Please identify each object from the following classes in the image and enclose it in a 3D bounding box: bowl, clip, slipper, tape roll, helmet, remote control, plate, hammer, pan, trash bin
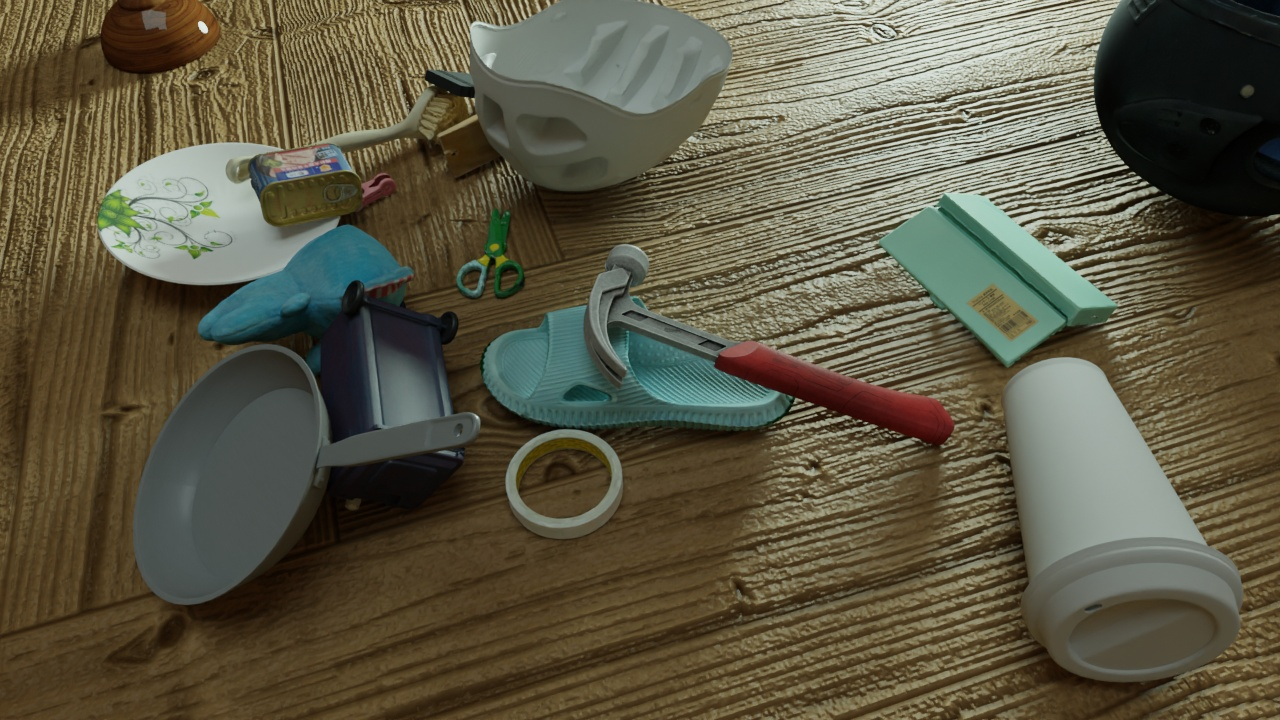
[{"bbox_3d":[-0.631,-0.443,1.186,0.147,0.069,0.147,-1,50,1],"label":"bowl"},{"bbox_3d":[-0.295,-0.182,0.987,0.044,0.023,0.060,26,61,20],"label":"clip"},{"bbox_3d":[-0.005,0.005,0.783,0.276,0.070,0.115,5,48,5],"label":"slipper"},{"bbox_3d":[-0.061,0.098,0.740,0.094,0.019,0.093,-1,49,1],"label":"tape roll"},{"bbox_3d":[-0.039,-0.295,0.962,0.224,0.184,0.281,38,66,22],"label":"helmet"},{"bbox_3d":[-0.180,-0.314,1.053,0.058,0.013,0.133,31,26,25],"label":"remote control"},{"bbox_3d":[-0.426,-0.145,0.943,0.229,0.030,0.228,5,47,-6],"label":"plate"},{"bbox_3d":[0.105,0.007,0.752,0.315,0.036,0.125,20,51,-1],"label":"hammer"},{"bbox_3d":[-0.240,0.073,0.655,0.357,0.050,0.200,-9,63,29],"label":"pan"},{"bbox_3d":[-0.201,0.030,0.737,0.093,0.092,0.160,19,40,-40],"label":"trash bin"},{"bbox_3d":[0.594,-0.254,0.863,0.248,0.236,0.316,-34,50,-22],"label":"helmet"}]

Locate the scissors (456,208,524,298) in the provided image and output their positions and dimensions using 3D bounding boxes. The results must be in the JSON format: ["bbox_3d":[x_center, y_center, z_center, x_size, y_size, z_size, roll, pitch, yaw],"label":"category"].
[{"bbox_3d":[-0.153,-0.110,0.925,0.071,0.014,0.130,-6,51,-3],"label":"scissors"}]

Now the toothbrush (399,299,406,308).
[{"bbox_3d":[-0.204,0.013,0.820,0.017,0.016,0.189,-20,52,-5],"label":"toothbrush"}]

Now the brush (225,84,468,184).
[{"bbox_3d":[-0.312,-0.241,0.998,0.271,0.062,0.077,-25,43,-24],"label":"brush"}]

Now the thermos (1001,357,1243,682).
[{"bbox_3d":[0.326,0.102,0.661,0.131,0.132,0.221,2,42,4],"label":"thermos"}]

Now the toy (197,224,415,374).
[{"bbox_3d":[-0.291,-0.045,0.814,0.184,0.115,0.180,7,33,46],"label":"toy"}]

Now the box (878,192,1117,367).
[{"bbox_3d":[0.334,-0.087,0.866,0.137,0.057,0.187,-20,51,-22],"label":"box"}]

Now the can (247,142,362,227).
[{"bbox_3d":[-0.340,-0.180,0.932,0.099,0.054,0.059,-16,50,-25],"label":"can"}]

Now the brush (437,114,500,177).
[{"bbox_3d":[-0.173,-0.252,1.022,0.117,0.049,0.039,-35,34,-23],"label":"brush"}]

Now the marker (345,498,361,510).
[{"bbox_3d":[-0.231,0.067,0.777,0.014,0.014,0.132,-1,50,1],"label":"marker"}]
